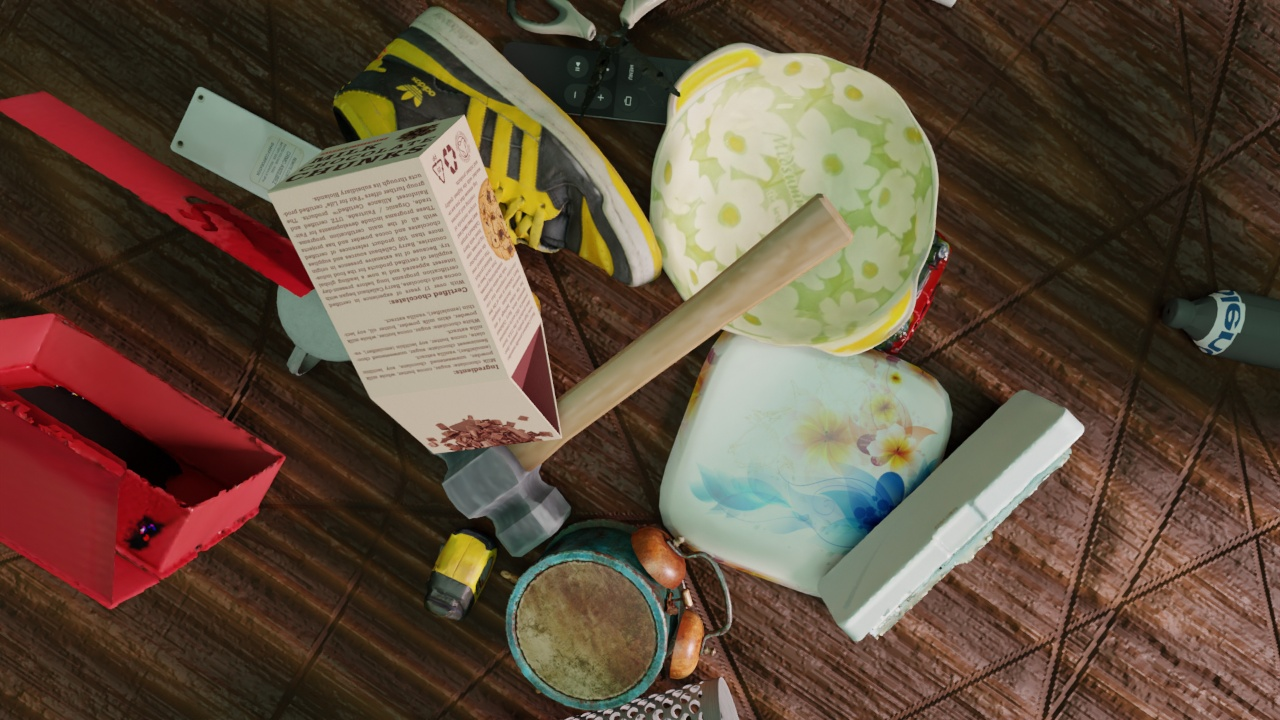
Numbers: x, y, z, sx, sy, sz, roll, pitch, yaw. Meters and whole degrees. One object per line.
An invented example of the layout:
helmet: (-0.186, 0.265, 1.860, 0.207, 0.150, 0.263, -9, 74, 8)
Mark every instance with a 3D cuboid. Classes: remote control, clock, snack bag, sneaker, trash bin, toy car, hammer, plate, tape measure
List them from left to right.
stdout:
remote control: (-0.266, -0.143, 0.660, 0.136, 0.011, 0.050, 28, 96, -1)
snack bag: (-0.123, -0.029, 0.558, 0.094, 0.069, 0.206, -8, 121, 17)
tape measure: (-0.130, 0.151, 0.656, 0.037, 0.066, 0.064, 23, 73, 4)
sneaker: (-0.102, -0.113, 0.596, 0.122, 0.086, 0.238, -41, 80, -13)
remote control: (-0.026, -0.194, 0.646, 0.146, 0.008, 0.045, 7, 96, 2)
trash bin: (-0.015, 0.316, 0.624, 0.183, 0.156, 0.156, -15, 95, 6)
clock: (-0.012, 0.173, 0.648, 0.158, 0.073, 0.121, -15, 94, 15)
hammer: (-0.004, 0.004, 0.605, 0.323, 0.051, 0.117, -37, 93, 19)
plate: (0.119, 0.074, 0.662, 0.187, 0.016, 0.187, 20, 96, 0)
toy car: (0.182, -0.049, 0.634, 0.036, 0.042, 0.091, 15, 103, -37)

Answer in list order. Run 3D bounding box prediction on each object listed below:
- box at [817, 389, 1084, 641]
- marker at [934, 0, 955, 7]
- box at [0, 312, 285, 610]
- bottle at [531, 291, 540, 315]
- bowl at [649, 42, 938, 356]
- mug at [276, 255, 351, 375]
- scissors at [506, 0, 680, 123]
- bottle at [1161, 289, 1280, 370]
box: (0.213, 0.113, 0.619, 0.197, 0.078, 0.122, -46, 133, 6)
marker: (0.156, -0.279, 0.624, 0.133, 0.023, 0.027, 23, 74, 0)
box: (-0.359, 0.043, 0.505, 0.211, 0.378, 0.123, 32, 80, 0)
bottle: (-0.121, -0.050, 0.637, 0.063, 0.063, 0.109, -45, 84, 5)
bowl: (0.100, -0.106, 0.624, 0.188, 0.060, 0.219, -33, 94, 5)
mug: (-0.211, -0.030, 0.640, 0.084, 0.070, 0.113, 43, 94, -2)
scissors: (-0.025, -0.225, 0.610, 0.158, 0.012, 0.170, 20, 68, 22)
bottle: (0.415, -0.022, 0.626, 0.112, 0.047, 0.047, 13, 96, 1)
